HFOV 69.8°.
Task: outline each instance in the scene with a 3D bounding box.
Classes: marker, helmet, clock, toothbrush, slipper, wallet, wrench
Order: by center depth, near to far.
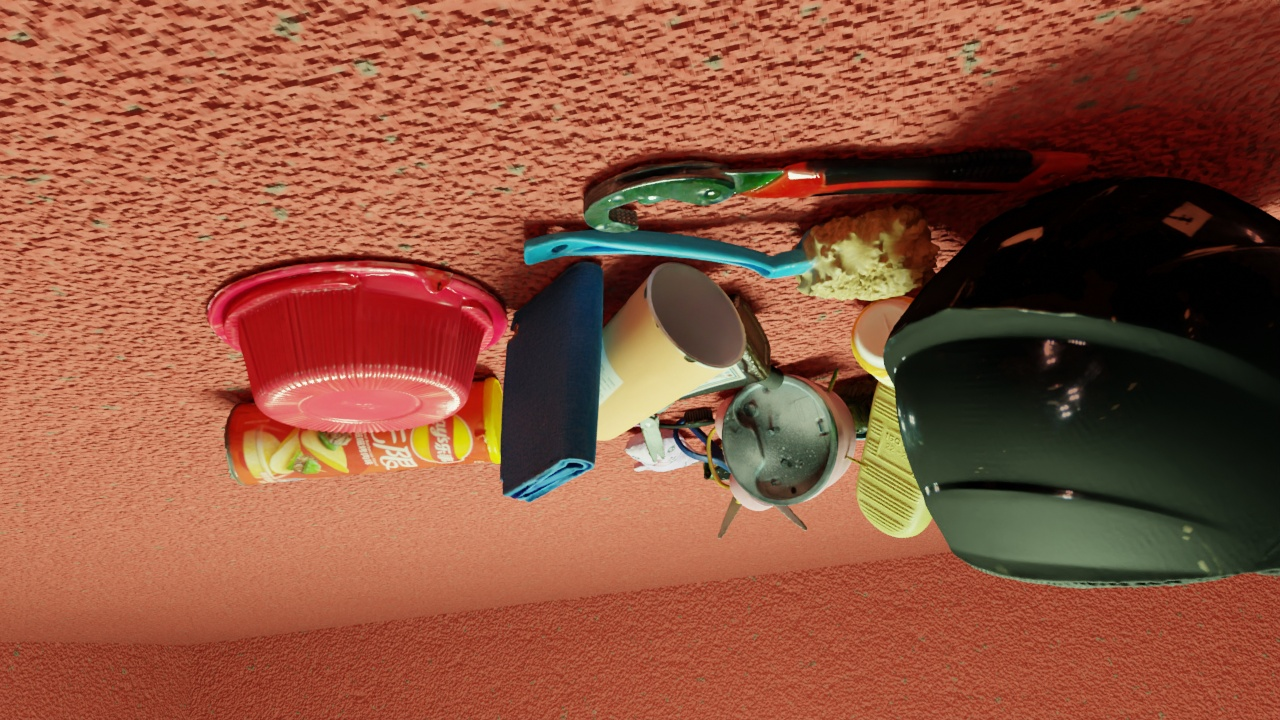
[{"bbox_3d":[0.105,-0.095,0.492,0.273,0.016,0.056,-5,163,-2],"label":"wrench"},{"bbox_3d":[0.271,0.007,0.521,0.274,0.230,0.234,-42,-162,-28],"label":"helmet"},{"bbox_3d":[-0.055,0.017,0.583,0.040,0.132,0.107,15,153,-26],"label":"wallet"},{"bbox_3d":[0.082,0.001,0.755,0.022,0.020,0.132,0,166,35],"label":"marker"},{"bbox_3d":[0.248,0.064,0.797,0.081,0.092,0.191,-11,124,-41],"label":"slipper"},{"bbox_3d":[0.123,0.076,0.843,0.159,0.117,0.059,-22,167,35],"label":"clock"},{"bbox_3d":[-0.019,0.062,0.916,0.189,0.017,0.014,-3,160,2],"label":"toothbrush"}]

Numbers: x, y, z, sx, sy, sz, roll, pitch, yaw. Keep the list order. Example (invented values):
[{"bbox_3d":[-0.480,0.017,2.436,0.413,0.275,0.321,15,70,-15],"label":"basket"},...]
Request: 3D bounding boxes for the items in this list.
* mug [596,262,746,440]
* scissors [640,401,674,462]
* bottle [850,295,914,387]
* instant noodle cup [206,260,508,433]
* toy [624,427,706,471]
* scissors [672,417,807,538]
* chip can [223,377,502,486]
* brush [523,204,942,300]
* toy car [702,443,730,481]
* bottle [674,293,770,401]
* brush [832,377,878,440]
[{"bbox_3d":[0.000,0.001,0.606,0.078,0.078,0.123,10,144,-38],"label":"mug"},{"bbox_3d":[0.017,0.058,0.860,0.137,0.014,0.174,-28,142,33],"label":"scissors"},{"bbox_3d":[0.203,-0.009,0.698,0.063,0.063,0.108,-16,159,27],"label":"bottle"},{"bbox_3d":[-0.184,0.002,0.611,0.194,0.065,0.194,-5,162,-2],"label":"instant noodle cup"},{"bbox_3d":[0.020,0.096,0.979,0.084,0.039,0.108,-13,160,13],"label":"toy"},{"bbox_3d":[0.102,0.105,0.908,0.162,0.172,0.012,24,142,14],"label":"scissors"},{"bbox_3d":[-0.221,0.058,0.752,0.216,0.073,0.073,-5,161,-1],"label":"chip can"},{"bbox_3d":[0.059,-0.064,0.543,0.254,0.045,0.083,1,164,-8],"label":"brush"},{"bbox_3d":[0.118,0.105,1.029,0.071,0.041,0.156,1,158,-19],"label":"toy car"},{"bbox_3d":[-0.004,0.004,0.688,0.195,0.044,0.080,-14,139,24],"label":"bottle"},{"bbox_3d":[0.248,0.044,0.872,0.144,0.055,0.073,-13,159,17],"label":"brush"}]
